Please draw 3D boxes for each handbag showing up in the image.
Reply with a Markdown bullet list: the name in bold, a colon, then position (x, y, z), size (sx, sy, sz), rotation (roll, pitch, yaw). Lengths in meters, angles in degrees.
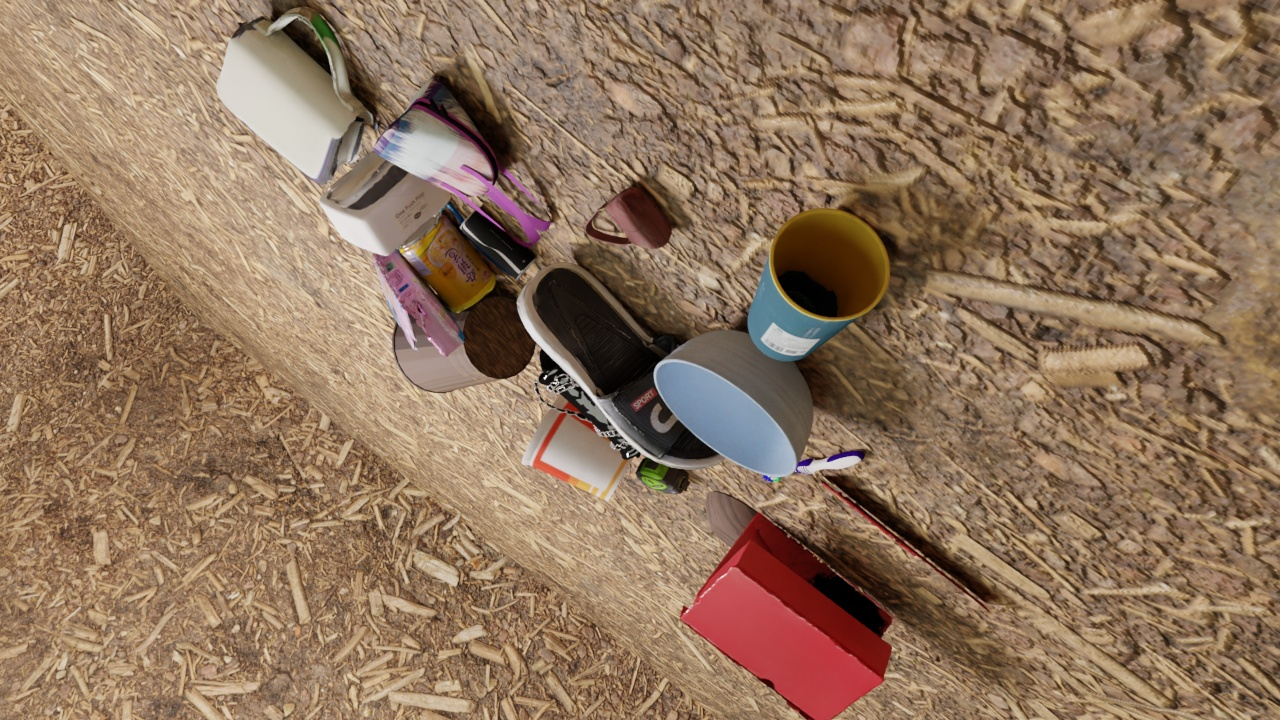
- **handbag**: position (-0.050, 0.043, 0.978), size (0.153, 0.115, 0.125), rotation (47, -171, -10)
- **handbag**: position (-0.020, -0.116, 0.784), size (0.055, 0.029, 0.120), rotation (50, 162, -19)
- **handbag**: position (-0.155, -0.172, 0.855), size (0.170, 0.068, 0.145), rotation (40, 160, -20)
- **handbag**: position (-0.337, -0.287, 0.931), size (0.151, 0.073, 0.176), rotation (40, 140, -4)

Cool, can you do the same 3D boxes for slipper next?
- **slipper**: position (-0.005, 0.005, 0.894), size (0.264, 0.111, 0.063), rotation (45, 152, -1)

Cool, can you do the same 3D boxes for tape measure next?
- **tape measure**: position (0.026, 0.150, 1.215), size (0.058, 0.035, 0.066), rotation (37, 157, -19)

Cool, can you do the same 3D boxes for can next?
- **can**: position (-0.151, -0.123, 0.969), size (0.080, 0.031, 0.032), rotation (42, 159, -6)
- **can**: position (-0.222, -0.113, 1.060), size (0.068, 0.067, 0.105), rotation (8, 143, 53)

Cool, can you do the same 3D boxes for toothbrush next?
- **toothbrush**: position (-0.182, -0.135, 1.018), size (0.135, 0.017, 0.022), rotation (45, 160, -13)
- **toothbrush**: position (0.169, 0.106, 0.918), size (0.015, 0.016, 0.187), rotation (42, 159, -7)

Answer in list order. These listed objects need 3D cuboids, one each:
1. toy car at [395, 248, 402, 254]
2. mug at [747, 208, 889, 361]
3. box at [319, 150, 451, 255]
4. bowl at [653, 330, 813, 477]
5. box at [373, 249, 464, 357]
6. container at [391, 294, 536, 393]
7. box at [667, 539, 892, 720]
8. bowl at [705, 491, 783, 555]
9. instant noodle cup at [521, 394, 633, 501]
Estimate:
- **toy car**: position (-0.275, -0.139, 1.109), size (0.108, 0.027, 0.060), rotation (45, -163, -14)
- **mug**: position (0.115, -0.044, 0.638), size (0.078, 0.078, 0.121), rotation (37, 163, 7)
- **box**: position (-0.277, -0.187, 0.955), size (0.102, 0.107, 0.102), rotation (25, 151, 35)
- **bowl**: position (0.093, 0.026, 0.805), size (0.150, 0.074, 0.151), rotation (34, 159, 15)
- **box**: position (-0.274, -0.068, 1.073), size (0.084, 0.063, 0.230), rotation (52, 175, -31)
- **container**: position (-0.218, -0.025, 1.159), size (0.168, 0.132, 0.132), rotation (-3, 134, 52)
- **box**: position (0.150, 0.358, 1.195), size (0.213, 0.127, 0.426), rotation (37, 160, 5)
- **bowl**: position (0.126, 0.221, 1.192), size (0.119, 0.032, 0.119), rotation (34, 158, 15)
- **instant noodle cup**: position (-0.070, 0.112, 1.196), size (0.121, 0.123, 0.124), rotation (31, 158, 3)
